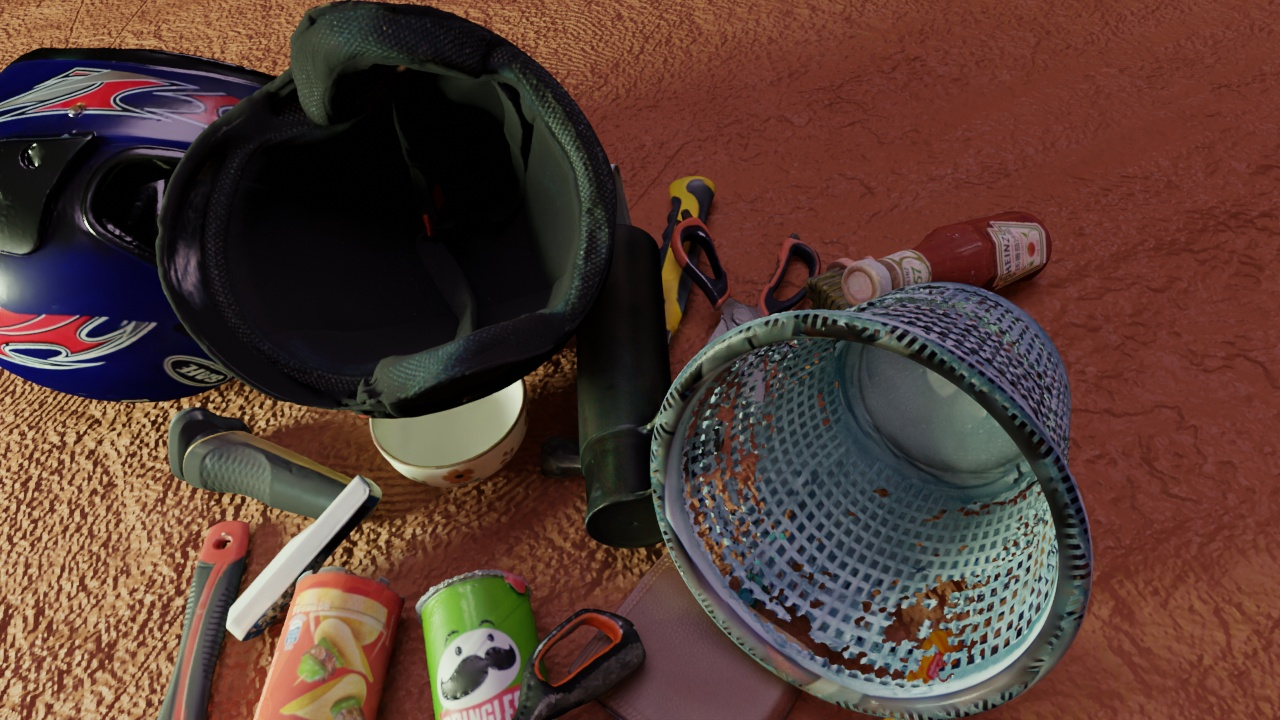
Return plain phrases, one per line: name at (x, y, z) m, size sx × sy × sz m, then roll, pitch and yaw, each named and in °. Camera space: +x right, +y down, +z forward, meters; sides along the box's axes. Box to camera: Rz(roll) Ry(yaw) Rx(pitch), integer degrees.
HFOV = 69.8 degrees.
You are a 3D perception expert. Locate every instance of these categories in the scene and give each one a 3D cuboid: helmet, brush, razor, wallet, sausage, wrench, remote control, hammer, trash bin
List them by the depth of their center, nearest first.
sausage at (0.142, 0.215, 0.514) m, size 0.021 × 0.021 × 0.164 m, roll 24°, pitch 58°, yaw 26°
trash bin at (0.151, 0.052, 0.528) m, size 0.227 × 0.227 × 0.194 m, roll 24°, pitch 32°, yaw 25°
wallet at (0.031, 0.187, 0.551) m, size 0.124 × 0.032 × 0.101 m, roll 29°, pitch 63°, yaw 29°
wrench at (-0.283, 0.220, 0.578) m, size 0.056 × 0.016 × 0.273 m, roll -11°, pitch 49°, yaw 0°
helmet at (-0.149, -0.080, 0.593) m, size 0.275 × 0.230 × 0.233 m, roll -12°, pitch 87°, yaw 2°
remote control at (-0.221, 0.129, 0.607) m, size 0.024 × 0.049 × 0.124 m, roll 40°, pitch 76°, yaw 2°
razor at (-0.270, 0.082, 0.676) m, size 0.167 × 0.062 × 0.067 m, roll 17°, pitch 23°, yaw 15°
brush at (0.182, -0.026, 0.687) m, size 0.073 × 0.063 × 0.145 m, roll -21°, pitch 48°, yaw -9°
helmet at (-0.377, -0.087, 0.706) m, size 0.316 × 0.247 × 0.240 m, roll 3°, pitch 80°, yaw 11°
hammer at (0.022, -0.036, 0.739) m, size 0.126 × 0.032 × 0.322 m, roll 5°, pitch 51°, yaw 13°

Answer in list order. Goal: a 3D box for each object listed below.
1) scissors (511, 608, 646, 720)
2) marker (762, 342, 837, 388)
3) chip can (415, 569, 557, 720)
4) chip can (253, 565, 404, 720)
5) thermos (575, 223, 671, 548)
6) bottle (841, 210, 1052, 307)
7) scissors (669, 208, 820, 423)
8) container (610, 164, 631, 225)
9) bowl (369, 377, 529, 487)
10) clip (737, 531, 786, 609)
scissors at (-0.055, 0.206, 0.462) m, size 0.229 × 0.022 × 0.220 m, roll 34°, pitch 38°, yaw 4°
marker at (0.116, -0.004, 0.708) m, size 0.018 × 0.015 × 0.124 m, roll -33°, pitch 51°, yaw -26°
chip can at (-0.071, 0.232, 0.499) m, size 0.072 × 0.072 × 0.235 m, roll -17°, pitch 50°, yaw -6°
chip can at (-0.192, 0.229, 0.521) m, size 0.073 × 0.073 × 0.216 m, roll -3°, pitch 49°, yaw 6°
thermos at (-0.004, 0.004, 0.633) m, size 0.068 × 0.090 × 0.242 m, roll 22°, pitch 42°, yaw -28°
bottle at (0.226, -0.071, 0.673) m, size 0.205 × 0.060 × 0.060 m, roll -15°, pitch 45°, yaw -36°
scissors at (0.079, -0.045, 0.718) m, size 0.188 × 0.015 × 0.226 m, roll -12°, pitch 56°, yaw -26°
container at (-0.073, -0.107, 0.777) m, size 0.111 × 0.090 × 0.090 m, roll 2°, pitch 50°, yaw 13°
bowl at (-0.133, 0.049, 0.670) m, size 0.113 × 0.062 × 0.113 m, roll -4°, pitch 48°, yaw 4°
clip at (0.079, 0.137, 0.591) m, size 0.013 × 0.038 × 0.055 m, roll 26°, pitch 68°, yaw 28°
